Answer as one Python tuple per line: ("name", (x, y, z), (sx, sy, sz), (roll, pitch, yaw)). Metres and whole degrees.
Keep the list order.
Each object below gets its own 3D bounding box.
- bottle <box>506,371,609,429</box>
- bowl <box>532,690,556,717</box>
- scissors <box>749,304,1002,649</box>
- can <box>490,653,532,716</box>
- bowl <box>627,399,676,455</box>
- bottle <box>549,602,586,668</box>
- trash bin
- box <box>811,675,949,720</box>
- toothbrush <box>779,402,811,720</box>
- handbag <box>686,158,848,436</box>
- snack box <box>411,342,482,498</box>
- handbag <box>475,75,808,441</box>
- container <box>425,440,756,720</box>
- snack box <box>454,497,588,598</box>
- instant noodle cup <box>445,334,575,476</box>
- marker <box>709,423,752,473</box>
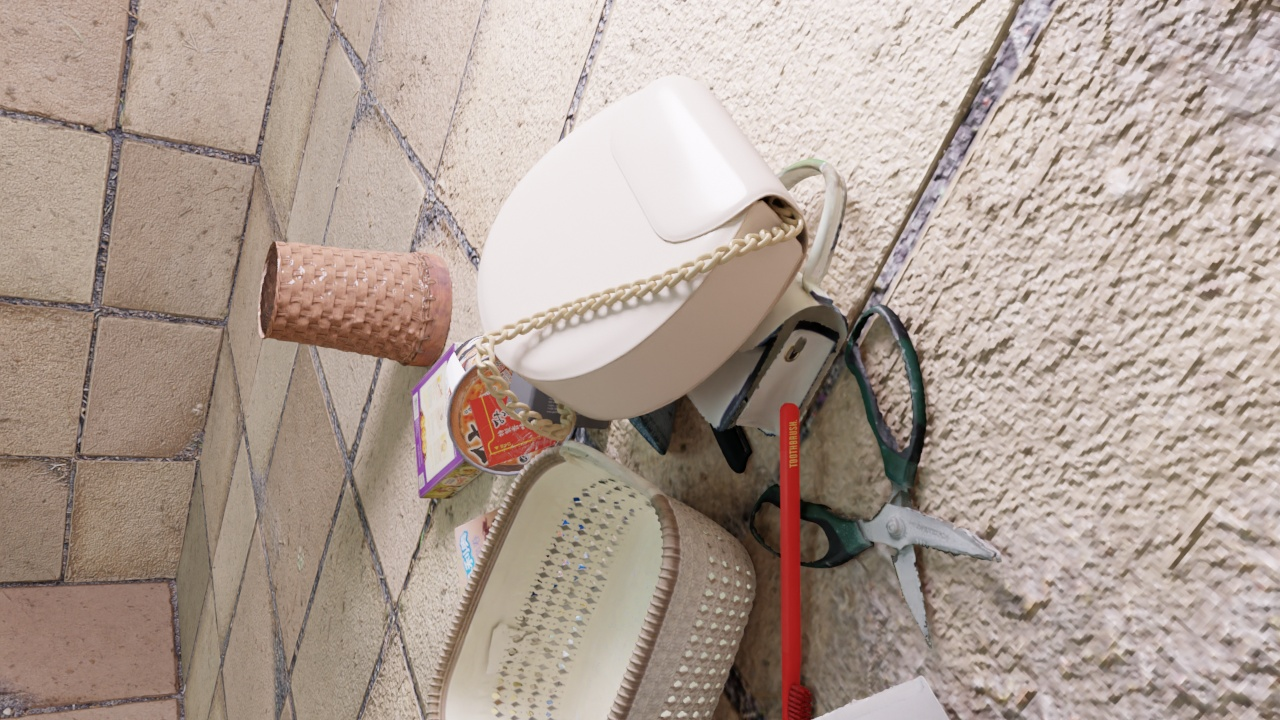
("bottle", (-0.058, -0.031, 0.802), (0.046, 0.083, 0.174), (19, 100, 57))
("bowl", (-0.072, 0.334, 0.757), (0.110, 0.055, 0.110), (165, 91, -77))
("scissors", (0.136, 0.060, 0.552), (0.202, 0.015, 0.202), (6, 88, 58))
("can", (-0.155, 0.359, 0.914), (0.092, 0.056, 0.116), (-61, 39, 33))
("bowl", (-0.004, 0.004, 0.718), (0.057, 0.137, 0.137), (-39, 39, -6))
("bottle", (-0.023, 0.281, 0.725), (0.053, 0.053, 0.186), (-60, 40, 33))
("trash bin", (-0.365, -0.074, 1.164), (0.152, 0.209, 0.151), (-15, 72, 56))
("box", (0.159, 0.331, 0.538), (0.173, 0.422, 0.167), (-31, 51, 7))
("toothbrush", (0.098, 0.133, 0.578), (0.018, 0.012, 0.212), (3, 94, 58))
("handbag", (0.073, -0.057, 0.613), (0.176, 0.074, 0.151), (-62, 38, 24))
("snack box", (-0.222, 0.073, 1.075), (0.148, 0.040, 0.143), (-37, 55, 48))
("handbag", (-0.013, -0.074, 0.593), (0.209, 0.103, 0.210), (-38, 45, 15))
("container", (-0.032, 0.191, 0.626), (0.185, 0.142, 0.246), (20, 86, 49))
("snack box", (-0.115, 0.180, 0.866), (0.152, 0.034, 0.087), (-28, 60, 34))
("instant noodle cup", (-0.136, 0.031, 0.892), (0.122, 0.123, 0.124), (-141, 62, -63))
("marker", (0.053, 0.025, 0.685), (0.022, 0.016, 0.138), (-31, 54, 15))
